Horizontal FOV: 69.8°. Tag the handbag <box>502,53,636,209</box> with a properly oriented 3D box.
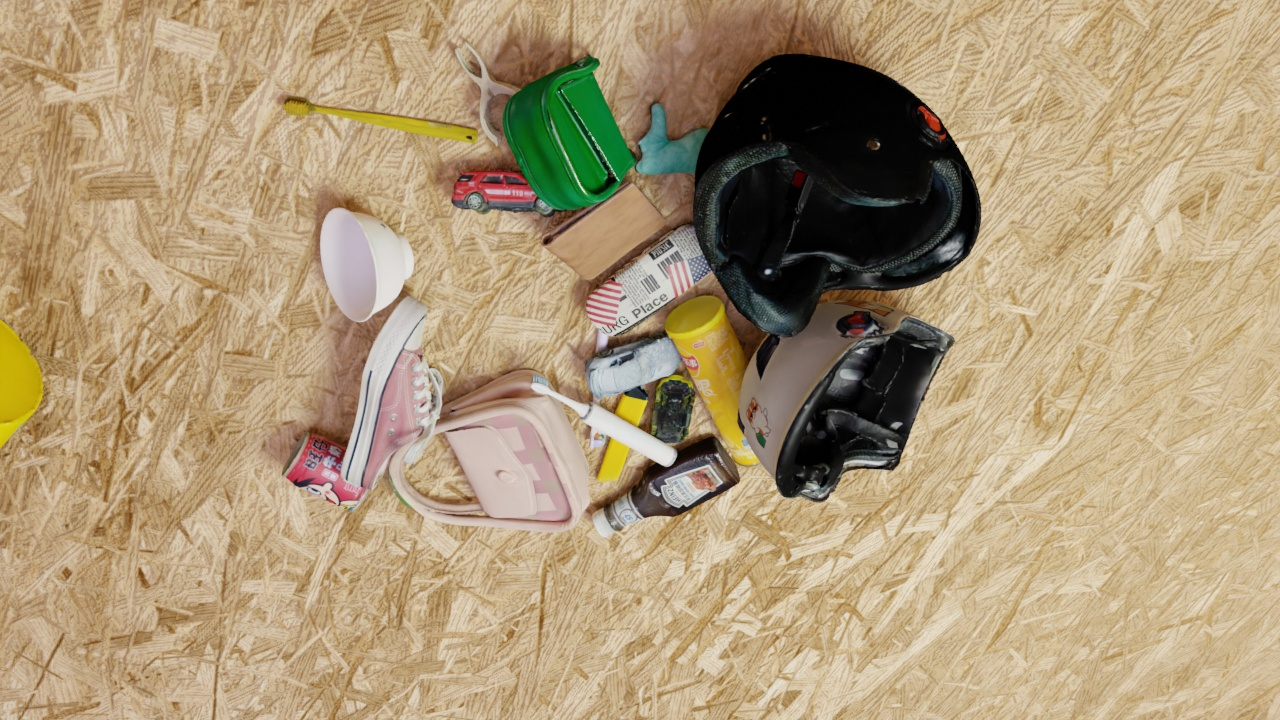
[{"bbox_3d":[-0.064,-0.221,0.902,0.068,0.119,0.131,0,126,41],"label":"handbag"}]

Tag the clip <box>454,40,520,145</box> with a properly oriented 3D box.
[{"bbox_3d":[-0.135,-0.267,0.908,0.095,0.035,0.102,-6,114,3],"label":"clip"}]

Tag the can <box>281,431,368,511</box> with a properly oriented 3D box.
[{"bbox_3d":[-0.373,0.132,1.101,0.093,0.066,0.067,32,113,-22],"label":"can"}]

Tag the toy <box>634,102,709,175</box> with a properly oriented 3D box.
[{"bbox_3d":[0.038,-0.220,0.954,0.092,0.030,0.096,-6,115,-5],"label":"toy"}]

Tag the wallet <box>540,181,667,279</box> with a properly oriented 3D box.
[{"bbox_3d":[-0.037,-0.136,0.972,0.115,0.020,0.101,-32,155,11],"label":"wallet"}]

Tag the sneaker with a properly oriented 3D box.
[{"bbox_3d":[-0.266,0.046,1.032,0.088,0.118,0.241,20,109,-3],"label":"sneaker"}]

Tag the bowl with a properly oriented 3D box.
[{"bbox_3d":[-0.279,-0.104,0.963,0.064,0.118,0.118,-18,131,-42],"label":"bowl"}]

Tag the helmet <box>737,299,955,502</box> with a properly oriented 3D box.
[{"bbox_3d":[0.205,0.025,1.022,0.273,0.157,0.231,-15,131,-34],"label":"helmet"}]

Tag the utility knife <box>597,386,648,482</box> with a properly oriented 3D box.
[{"bbox_3d":[-0.025,0.093,1.143,0.033,0.015,0.157,16,119,-8],"label":"utility knife"}]

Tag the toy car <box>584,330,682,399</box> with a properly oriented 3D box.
[{"bbox_3d":[-0.006,0.006,1.071,0.120,0.037,0.054,-20,123,-13],"label":"toy car"}]

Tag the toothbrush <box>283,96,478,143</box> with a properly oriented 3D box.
[{"bbox_3d":[-0.259,-0.239,0.920,0.190,0.016,0.016,8,120,-10],"label":"toothbrush"}]

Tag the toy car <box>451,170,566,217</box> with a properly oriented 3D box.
[{"bbox_3d":[-0.135,-0.173,0.951,0.120,0.053,0.045,4,95,-3],"label":"toy car"}]

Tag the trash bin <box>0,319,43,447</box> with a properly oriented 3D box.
[{"bbox_3d":[-0.786,0.067,0.943,0.255,0.229,0.229,-37,117,9],"label":"trash bin"}]

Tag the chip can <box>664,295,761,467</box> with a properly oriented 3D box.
[{"bbox_3d":[0.103,0.027,1.083,0.072,0.072,0.213,-24,120,9],"label":"chip can"}]

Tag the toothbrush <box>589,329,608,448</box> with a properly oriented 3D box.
[{"bbox_3d":[-0.048,0.022,1.096,0.021,0.029,0.189,21,123,26],"label":"toothbrush"}]

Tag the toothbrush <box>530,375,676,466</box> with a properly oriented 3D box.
[{"bbox_3d":[-0.042,0.072,1.086,0.221,0.026,0.027,31,131,-32],"label":"toothbrush"}]

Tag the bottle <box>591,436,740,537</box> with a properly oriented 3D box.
[{"bbox_3d":[0.028,0.169,1.177,0.195,0.044,0.080,-29,122,12],"label":"bottle"}]

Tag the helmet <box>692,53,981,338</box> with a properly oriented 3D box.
[{"bbox_3d":[0.184,-0.168,0.886,0.274,0.229,0.234,10,149,-16],"label":"helmet"}]

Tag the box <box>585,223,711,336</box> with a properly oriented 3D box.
[{"bbox_3d":[0.011,-0.089,1.024,0.164,0.052,0.069,-33,127,9],"label":"box"}]

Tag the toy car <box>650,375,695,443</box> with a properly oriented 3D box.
[{"bbox_3d":[0.038,0.060,1.120,0.048,0.032,0.105,4,132,-2],"label":"toy car"}]

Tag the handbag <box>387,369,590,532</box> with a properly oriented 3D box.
[{"bbox_3d":[-0.191,0.127,1.116,0.234,0.093,0.193,-13,120,10],"label":"handbag"}]
